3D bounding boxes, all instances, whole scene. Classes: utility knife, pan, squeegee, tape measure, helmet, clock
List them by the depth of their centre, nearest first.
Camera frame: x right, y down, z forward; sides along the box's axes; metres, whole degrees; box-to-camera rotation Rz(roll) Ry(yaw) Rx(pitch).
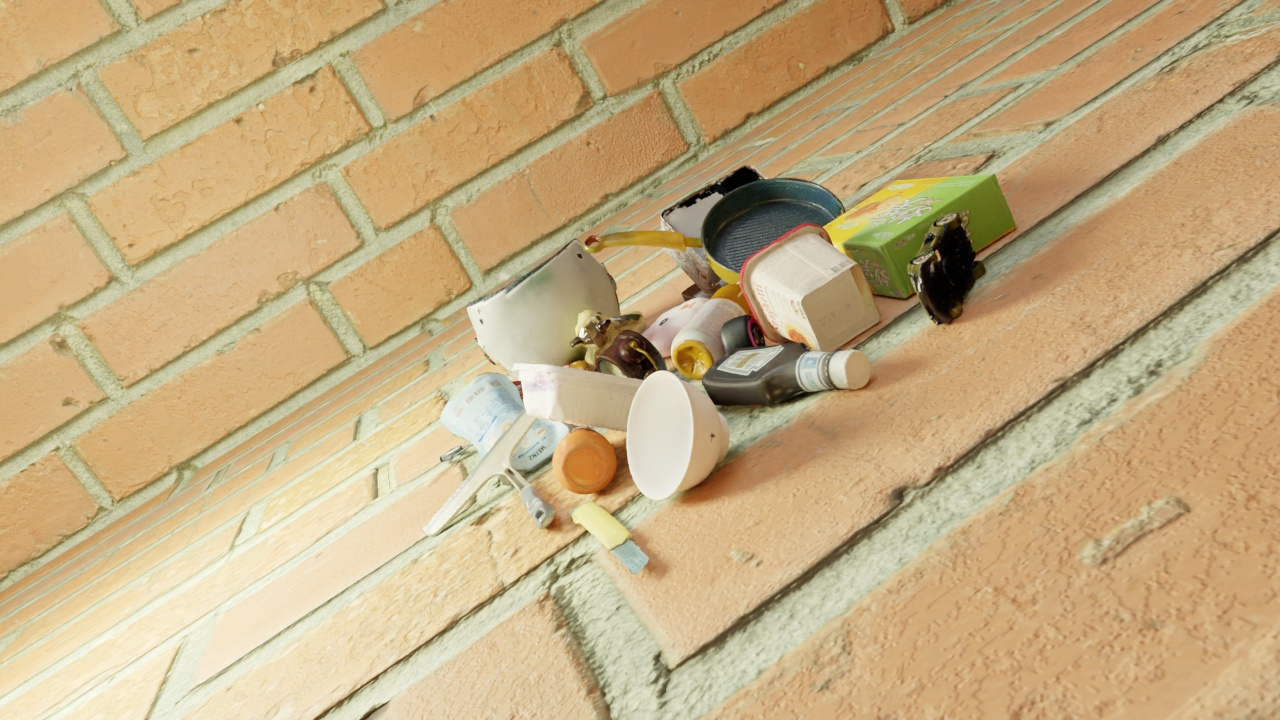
[{"bbox_3d":[-0.031,0.155,0.830,0.031,0.022,0.216,-35,9,-12],"label":"utility knife"},{"bbox_3d":[-0.129,0.144,1.020,0.246,0.039,0.247,-50,24,-6],"label":"squeegee"},{"bbox_3d":[0.121,-0.024,1.050,0.039,0.057,0.057,-22,8,25],"label":"tape measure"},{"bbox_3d":[-0.007,0.007,1.147,0.055,0.082,0.122,-42,14,-23],"label":"clock"},{"bbox_3d":[0.102,-0.170,1.257,0.357,0.078,0.197,-11,48,6],"label":"pan"},{"bbox_3d":[-0.119,-0.042,1.357,0.230,0.157,0.274,-31,-16,-6],"label":"helmet"}]

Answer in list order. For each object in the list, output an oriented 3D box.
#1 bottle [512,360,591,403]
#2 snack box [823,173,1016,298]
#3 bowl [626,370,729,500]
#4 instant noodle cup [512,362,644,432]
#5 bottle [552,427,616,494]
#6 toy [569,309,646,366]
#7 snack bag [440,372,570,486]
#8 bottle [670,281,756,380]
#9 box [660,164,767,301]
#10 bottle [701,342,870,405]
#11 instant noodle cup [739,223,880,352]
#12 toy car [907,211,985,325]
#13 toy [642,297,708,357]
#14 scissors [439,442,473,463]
[{"bbox_3d":[-0.150,0.051,1.269,0.175,0.057,0.057,-17,17,8],"label":"bottle"},{"bbox_3d":[0.306,-0.148,1.075,0.157,0.070,0.210,-32,15,-7],"label":"snack box"},{"bbox_3d":[0.043,0.071,0.850,0.064,0.118,0.118,6,-4,-29],"label":"bowl"},{"bbox_3d":[-0.047,0.044,1.007,0.173,0.060,0.138,12,-5,-26],"label":"instant noodle cup"},{"bbox_3d":[-0.062,0.101,0.999,0.067,0.067,0.149,-31,7,-2],"label":"bottle"},{"bbox_3d":[-0.039,-0.040,1.244,0.105,0.066,0.157,-36,-11,20],"label":"toy"},{"bbox_3d":[-0.177,0.085,1.182,0.110,0.039,0.191,-34,43,-20],"label":"snack bag"},{"bbox_3d":[0.102,-0.045,1.134,0.068,0.068,0.189,-19,19,37],"label":"bottle"},{"bbox_3d":[0.144,-0.166,1.410,0.182,0.152,0.175,-31,-28,-14],"label":"box"},{"bbox_3d":[0.145,0.013,0.914,0.079,0.044,0.195,-39,18,-29],"label":"bottle"},{"bbox_3d":[0.187,-0.072,0.996,0.116,0.116,0.124,-32,26,-5],"label":"instant noodle cup"},{"bbox_3d":[0.297,-0.091,0.904,0.042,0.070,0.157,-18,18,41],"label":"toy car"},{"bbox_3d":[0.038,-0.035,1.267,0.160,0.054,0.121,-29,12,39],"label":"toy"},{"bbox_3d":[-0.236,0.117,1.318,0.159,0.014,0.180,-35,6,-35],"label":"scissors"}]
